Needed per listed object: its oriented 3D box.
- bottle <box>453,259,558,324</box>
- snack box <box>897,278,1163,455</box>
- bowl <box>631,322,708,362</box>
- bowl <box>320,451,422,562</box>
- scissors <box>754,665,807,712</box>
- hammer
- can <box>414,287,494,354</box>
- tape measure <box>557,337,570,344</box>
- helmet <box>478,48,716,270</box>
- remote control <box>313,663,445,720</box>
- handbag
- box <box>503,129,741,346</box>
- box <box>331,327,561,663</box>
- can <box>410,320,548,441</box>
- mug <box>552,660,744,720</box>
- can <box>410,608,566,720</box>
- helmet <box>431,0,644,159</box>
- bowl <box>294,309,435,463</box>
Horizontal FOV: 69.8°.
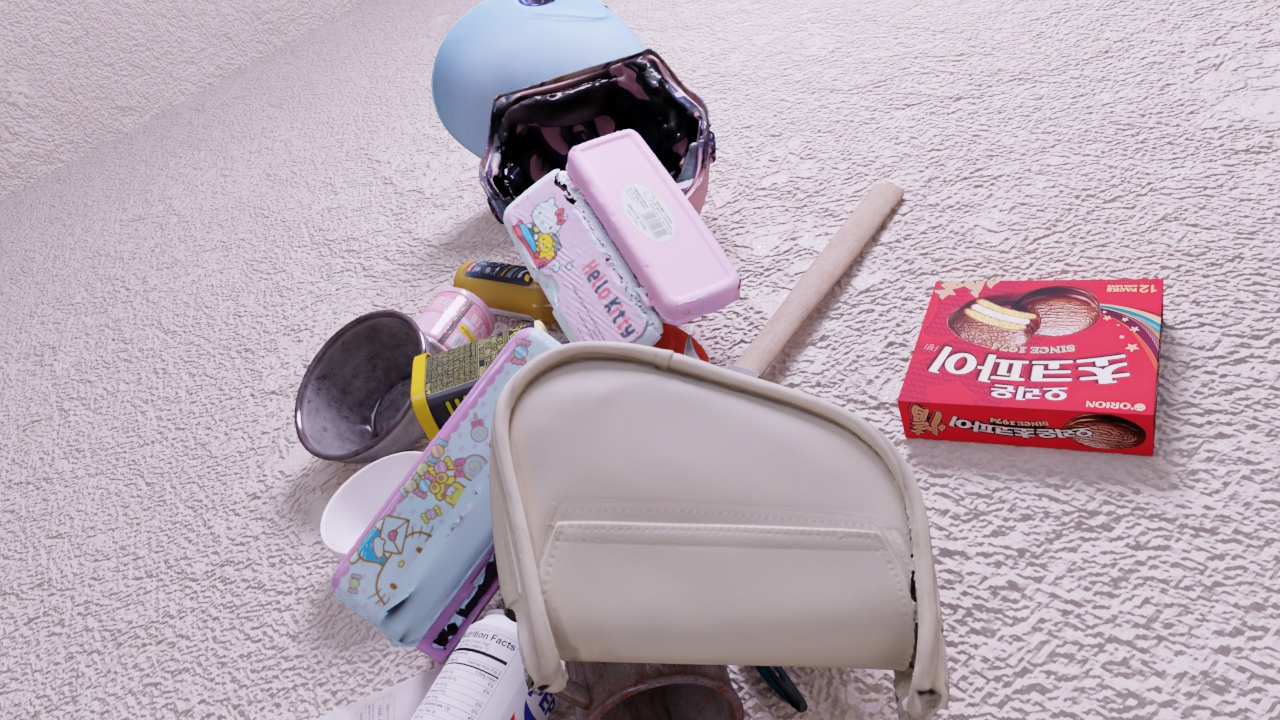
[{"bbox_3d":[-0.108,-0.066,0.914,0.186,0.053,0.053,12,49,39],"label":"bottle"},{"bbox_3d":[0.272,-0.001,0.636,0.152,0.036,0.132,2,43,31],"label":"snack box"},{"bbox_3d":[-0.005,0.005,0.783,0.122,0.035,0.121,-15,37,12],"label":"bowl"},{"bbox_3d":[-0.190,0.126,0.718,0.105,0.054,0.104,-14,39,11],"label":"bowl"},{"bbox_3d":[0.071,0.149,0.557,0.121,0.019,0.150,-34,45,29],"label":"scissors"},{"bbox_3d":[0.149,-0.065,0.783,0.119,0.031,0.330,20,52,29],"label":"hammer"},{"bbox_3d":[-0.188,-0.024,0.893,0.067,0.067,0.076,2,44,31],"label":"can"},{"bbox_3d":[-0.064,-0.012,0.834,0.059,0.019,0.051,-31,10,-9],"label":"tape measure"},{"bbox_3d":[-0.038,-0.179,0.930,0.230,0.153,0.255,-21,53,-4],"label":"helmet"},{"bbox_3d":[-0.178,0.243,0.597,0.136,0.011,0.050,-23,36,0],"label":"remote control"},{"bbox_3d":[0.035,0.100,0.496,0.229,0.132,0.183,2,57,4],"label":"handbag"},{"bbox_3d":[-0.022,-0.099,0.779,0.155,0.059,0.201,-29,64,-5],"label":"box"},{"bbox_3d":[-0.104,0.086,0.613,0.214,0.092,0.090,-54,-2,-7],"label":"box"},{"bbox_3d":[-0.102,0.045,0.707,0.101,0.131,0.072,-18,36,3],"label":"can"},{"bbox_3d":[-0.012,0.165,0.518,0.096,0.123,0.110,-57,27,17],"label":"mug"},{"bbox_3d":[-0.099,0.218,0.535,0.070,0.070,0.131,3,44,32],"label":"can"},{"bbox_3d":[-0.102,-0.312,1.072,0.265,0.226,0.166,-8,37,-23],"label":"helmet"},{"bbox_3d":[-0.233,0.033,0.826,0.145,0.067,0.144,-14,58,23],"label":"bowl"}]
